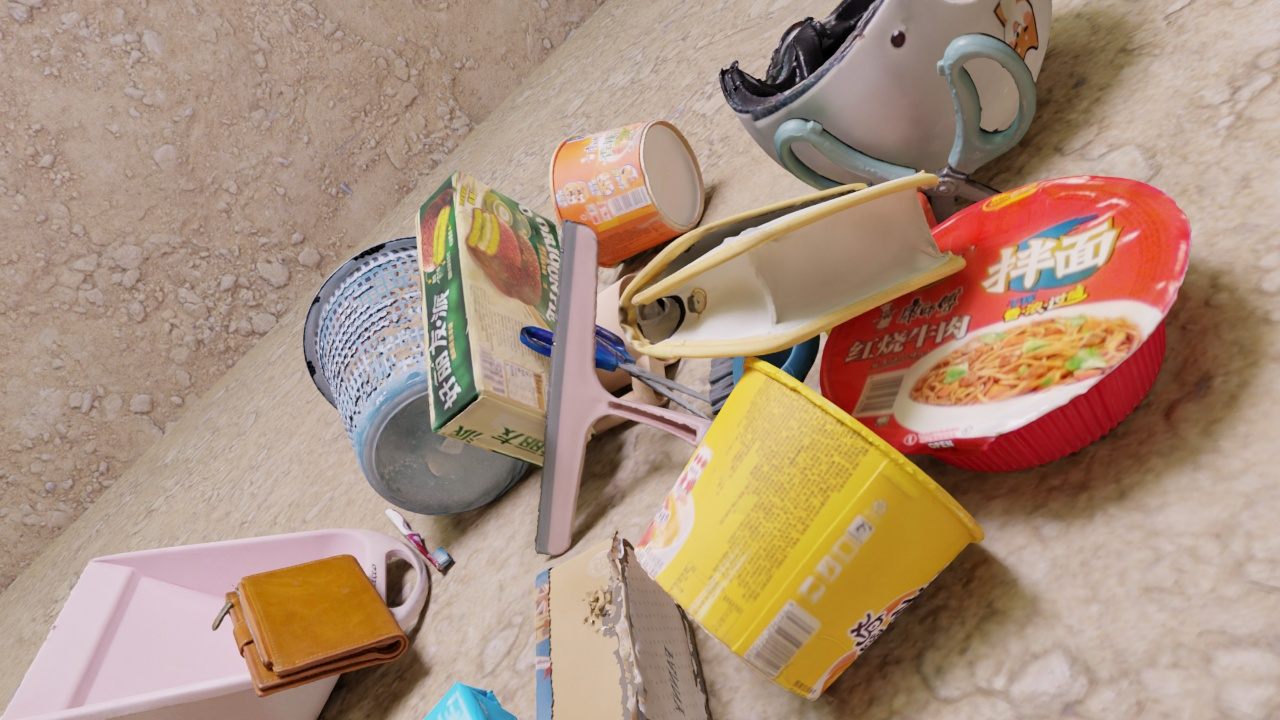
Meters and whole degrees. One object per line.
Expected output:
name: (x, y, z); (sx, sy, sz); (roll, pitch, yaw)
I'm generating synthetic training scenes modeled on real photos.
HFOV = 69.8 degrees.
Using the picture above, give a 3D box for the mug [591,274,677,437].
mug: (-0.027, 0.002, 0.786); (0.104, 0.084, 0.124); (-28, 52, 31)

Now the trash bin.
trash bin: (-0.187, 0.028, 0.842); (0.227, 0.226, 0.195); (-39, 37, 6)

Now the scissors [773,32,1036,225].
scissors: (0.166, -0.139, 0.592); (0.180, 0.170, 0.019); (6, 60, 18)

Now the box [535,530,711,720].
box: (-0.006, 0.172, 0.444); (0.059, 0.090, 0.184); (-30, 25, 11)

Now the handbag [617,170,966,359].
handbag: (0.062, -0.050, 0.508); (0.163, 0.063, 0.179); (-21, 9, -34)

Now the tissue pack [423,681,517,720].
tissue pack: (-0.093, 0.241, 0.488); (0.090, 0.063, 0.140); (-48, 24, -10)

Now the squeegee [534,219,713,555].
squeegee: (0.036, 0.050, 0.589); (0.250, 0.248, 0.040); (18, 17, 40)

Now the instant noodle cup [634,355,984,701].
instant noodle cup: (0.072, 0.083, 0.435); (0.110, 0.138, 0.138); (-52, 25, -1)

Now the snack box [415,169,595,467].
snack box: (-0.113, -0.037, 0.744); (0.063, 0.114, 0.239); (-38, 48, 28)

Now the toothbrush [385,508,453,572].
toothbrush: (-0.209, 0.162, 0.855); (0.017, 0.016, 0.188); (-41, 23, -18)

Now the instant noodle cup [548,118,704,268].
instant noodle cup: (-0.008, -0.184, 0.984); (0.112, 0.151, 0.151); (-12, 37, 35)

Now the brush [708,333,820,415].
brush: (0.090, -0.009, 0.641); (0.074, 0.055, 0.143); (-28, 27, 31)

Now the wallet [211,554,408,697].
wallet: (-0.253, 0.194, 0.688); (0.118, 0.035, 0.131); (-12, 23, -30)

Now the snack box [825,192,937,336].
snack box: (0.157, -0.066, 0.610); (0.080, 0.082, 0.091); (-13, 39, 31)

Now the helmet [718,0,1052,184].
helmet: (0.206, -0.219, 0.698); (0.273, 0.157, 0.231); (-43, 20, -30)

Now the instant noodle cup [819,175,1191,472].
instant noodle cup: (0.191, -0.010, 0.479); (0.194, 0.066, 0.193); (-33, 25, 17)

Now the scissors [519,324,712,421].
scissors: (-0.016, 0.004, 0.678); (0.165, 0.156, 0.012); (49, 126, 59)

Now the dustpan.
dustpan: (-0.327, 0.196, 0.751); (0.139, 0.273, 0.222); (-64, 24, 12)
